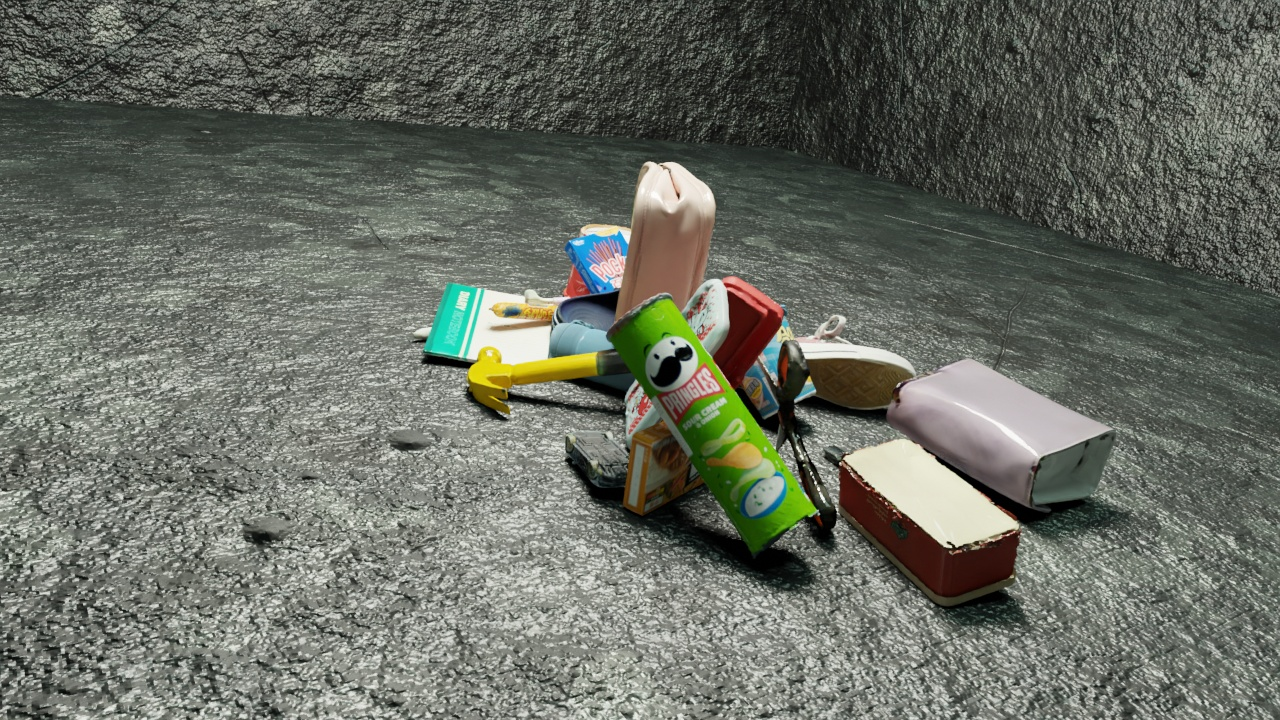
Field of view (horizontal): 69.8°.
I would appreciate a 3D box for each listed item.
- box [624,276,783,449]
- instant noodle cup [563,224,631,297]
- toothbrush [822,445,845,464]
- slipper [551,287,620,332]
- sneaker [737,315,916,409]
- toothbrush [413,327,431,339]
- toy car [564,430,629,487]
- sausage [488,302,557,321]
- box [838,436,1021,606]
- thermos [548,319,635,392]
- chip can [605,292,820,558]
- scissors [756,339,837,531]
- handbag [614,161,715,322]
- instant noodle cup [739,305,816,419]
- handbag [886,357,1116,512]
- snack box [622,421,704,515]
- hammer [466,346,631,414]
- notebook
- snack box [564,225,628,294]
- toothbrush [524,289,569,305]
[{"bbox_3d":[0.050,0.015,0.919,0.095,0.202,0.100,34,39,-1],"label":"box"},{"bbox_3d":[-0.045,-0.144,1.410,0.138,0.109,0.137,8,21,-3],"label":"instant noodle cup"},{"bbox_3d":[0.245,0.134,0.938,0.016,0.014,0.189,-3,24,-26],"label":"toothbrush"},{"bbox_3d":[0.010,-0.059,1.204,0.252,0.095,0.105,2,44,-16],"label":"slipper"},{"bbox_3d":[0.226,-0.002,1.166,0.241,0.118,0.087,6,41,6],"label":"sneaker"},{"bbox_3d":[-0.208,-0.038,1.197,0.187,0.016,0.017,-7,36,-38],"label":"toothbrush"},{"bbox_3d":[-0.039,0.096,0.888,0.049,0.031,0.105,0,19,-24],"label":"toy car"},{"bbox_3d":[-0.127,-0.063,1.208,0.164,0.021,0.021,1,21,-39],"label":"sausage"},{"bbox_3d":[0.258,0.133,0.831,0.091,0.078,0.168,-13,27,-18],"label":"box"},{"bbox_3d":[-0.006,0.006,1.091,0.221,0.070,0.070,17,22,20],"label":"thermos"},{"bbox_3d":[0.061,0.055,0.808,0.072,0.072,0.236,-19,71,-51],"label":"chip can"},{"bbox_3d":[0.144,0.059,0.895,0.021,0.221,0.233,-14,49,-4],"label":"scissors"},{"bbox_3d":[0.017,-0.151,1.110,0.093,0.194,0.233,5,33,-9],"label":"handbag"},{"bbox_3d":[0.150,0.006,1.074,0.099,0.110,0.099,-26,-7,-4],"label":"instant noodle cup"},{"bbox_3d":[0.392,0.082,1.016,0.144,0.098,0.197,-4,25,-35],"label":"handbag"},{"bbox_3d":[0.042,0.089,0.880,0.026,0.075,0.153,22,24,33],"label":"snack box"},{"bbox_3d":[-0.046,0.004,1.025,0.301,0.033,0.128,-8,26,1],"label":"hammer"},{"bbox_3d":[-0.190,-0.044,1.184,0.150,0.012,0.208,10,26,-8],"label":"notebook"},{"bbox_3d":[-0.033,-0.112,1.297,0.084,0.026,0.157,-23,75,-31],"label":"snack box"},{"bbox_3d":[-0.063,-0.085,1.246,0.189,0.029,0.020,-2,38,-11],"label":"toothbrush"}]
